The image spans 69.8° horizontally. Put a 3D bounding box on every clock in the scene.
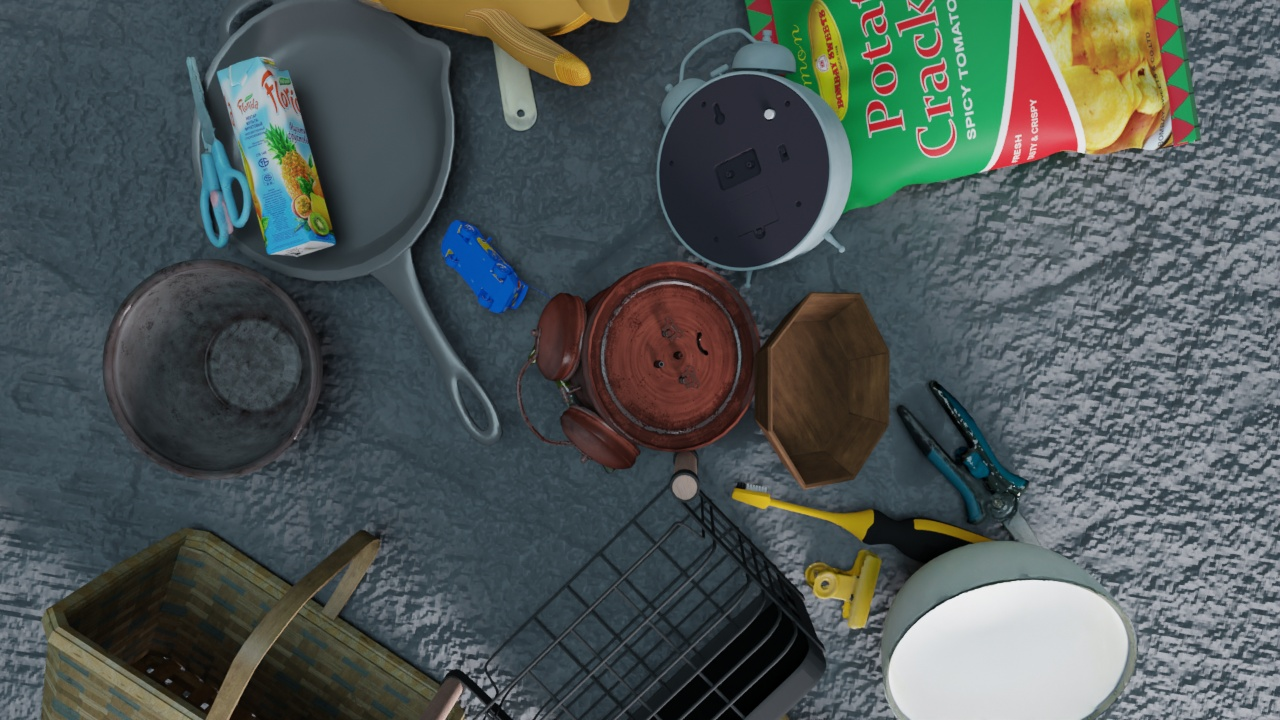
[{"bbox_3d":[-0.004,0.003,0.590,0.157,0.072,0.120,-24,99,-20],"label":"clock"},{"bbox_3d":[0.069,-0.133,0.590,0.123,0.045,0.159,-20,87,35],"label":"clock"}]

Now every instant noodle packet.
[{"bbox_3d":[0.201,-0.206,0.579,0.253,0.090,0.195,-11,94,12],"label":"instant noodle packet"}]

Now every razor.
[{"bbox_3d":[-0.044,0.032,0.640,0.026,0.042,0.106,-29,100,2],"label":"razor"}]

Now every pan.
[{"bbox_3d":[-0.185,-0.098,0.632,0.217,0.024,0.354,-31,87,10],"label":"pan"}]

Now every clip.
[{"bbox_3d":[0.139,0.155,0.644,0.047,0.039,0.053,13,95,-2],"label":"clip"}]

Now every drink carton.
[{"bbox_3d":[-0.240,-0.134,0.605,0.039,0.044,0.129,-15,91,11],"label":"drink carton"}]

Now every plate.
[{"bbox_3d":[0.117,0.018,0.600,0.131,0.025,0.131,-2,93,-40],"label":"plate"}]

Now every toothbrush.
[{"bbox_3d":[0.159,0.114,0.628,0.197,0.030,0.031,14,126,1],"label":"toothbrush"}]

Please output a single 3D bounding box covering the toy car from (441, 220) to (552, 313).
[{"bbox_3d":[-0.090,-0.061,0.645,0.092,0.061,0.033,48,122,25],"label":"toy car"}]

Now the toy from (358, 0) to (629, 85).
[{"bbox_3d":[-0.108,-0.271,0.560,0.203,0.162,0.199,3,98,12],"label":"toy"}]

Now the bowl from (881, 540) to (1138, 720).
[{"bbox_3d":[0.227,0.175,0.594,0.153,0.072,0.154,0,120,0],"label":"bowl"}]

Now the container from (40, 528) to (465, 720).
[{"bbox_3d":[-0.239,0.203,0.601,0.250,0.157,0.186,33,105,1],"label":"container"}]

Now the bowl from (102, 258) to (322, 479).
[{"bbox_3d":[-0.281,0.005,0.633,0.145,0.067,0.145,0,93,4],"label":"bowl"}]

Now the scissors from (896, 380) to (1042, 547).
[{"bbox_3d":[0.236,0.074,0.629,0.129,0.019,0.137,7,95,3],"label":"scissors"}]

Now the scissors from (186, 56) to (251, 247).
[{"bbox_3d":[-0.292,-0.148,0.623,0.063,0.015,0.138,-19,86,39],"label":"scissors"}]

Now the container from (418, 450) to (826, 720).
[{"bbox_3d":[-0.012,0.188,0.578,0.241,0.162,0.130,-45,90,4],"label":"container"}]

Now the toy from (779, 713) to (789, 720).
[{"bbox_3d":[0.071,0.274,0.613,0.108,0.134,0.105,9,61,-3],"label":"toy"}]

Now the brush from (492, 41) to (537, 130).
[{"bbox_3d":[-0.100,-0.268,0.637,0.033,0.012,0.217,-10,94,3],"label":"brush"}]
